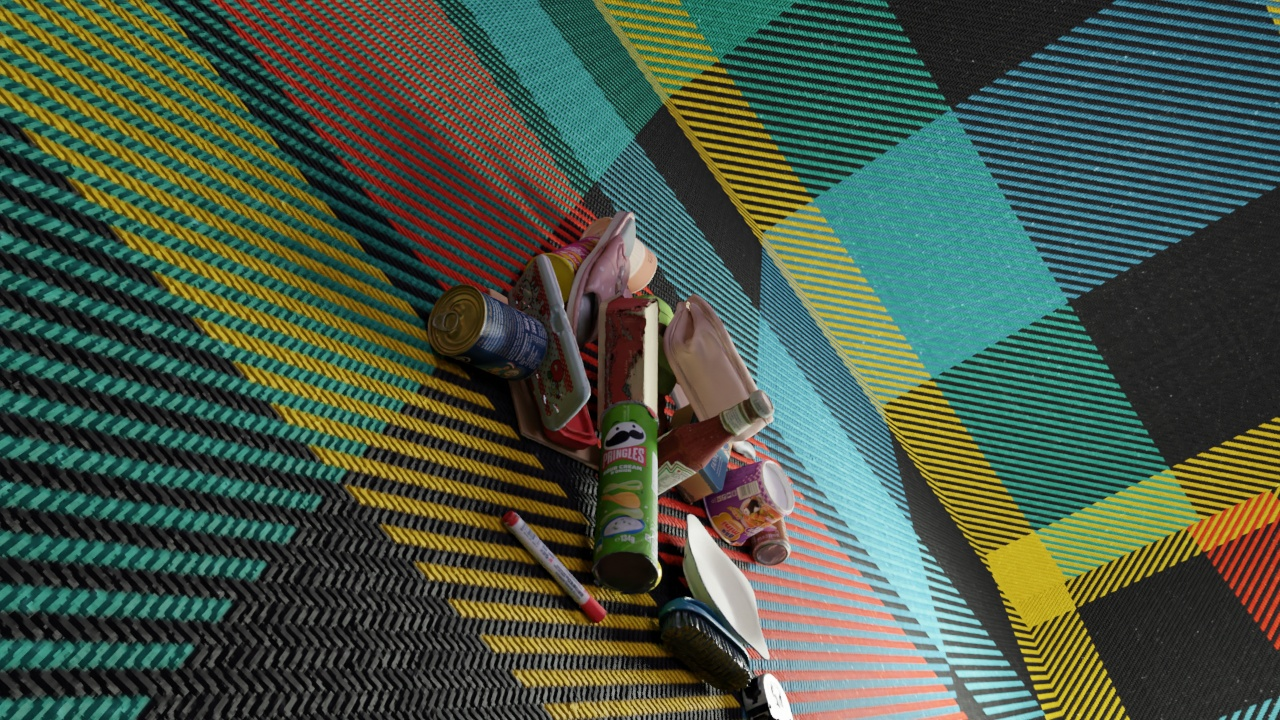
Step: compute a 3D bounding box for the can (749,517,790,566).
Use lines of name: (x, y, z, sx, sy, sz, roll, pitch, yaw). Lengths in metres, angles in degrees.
can: (0.192, 0.246, 1.417, 0.058, 0.058, 0.147, 47, 22, -28)

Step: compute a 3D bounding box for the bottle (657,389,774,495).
bottle: (0.069, 0.100, 1.116, 0.060, 0.206, 0.059, 47, 22, -25)

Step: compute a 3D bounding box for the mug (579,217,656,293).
mug: (-0.045, -0.174, 1.475, 0.106, 0.081, 0.114, 37, 1, -42)

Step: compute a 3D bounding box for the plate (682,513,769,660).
plate: (0.097, 0.286, 1.139, 0.163, 0.034, 0.164, 52, 12, -22)

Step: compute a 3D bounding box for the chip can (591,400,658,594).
chip can: (-0.014, 0.147, 1.026, 0.072, 0.072, 0.235, 46, 26, -30)

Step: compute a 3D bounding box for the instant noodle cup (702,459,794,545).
instant noodle cup: (0.160, 0.199, 1.325, 0.111, 0.099, 0.111, 39, 35, -35)

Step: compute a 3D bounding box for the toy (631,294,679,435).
toy: (0.010, -0.017, 1.334, 0.227, 0.090, 0.246, 51, 23, -27)

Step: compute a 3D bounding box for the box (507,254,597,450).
box: (-0.089, -0.010, 1.041, 0.118, 0.098, 0.201, 25, 37, -51)

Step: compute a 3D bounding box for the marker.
marker: (-0.082, 0.200, 0.885, 0.145, 0.017, 0.017, 51, 20, -17)

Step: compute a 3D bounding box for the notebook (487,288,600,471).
notebook: (-0.113, 0.021, 1.094, 0.149, 0.012, 0.211, 32, 31, -49)

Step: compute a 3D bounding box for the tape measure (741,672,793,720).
tape measure: (0.151, 0.411, 1.101, 0.065, 0.034, 0.066, 40, 26, -44)

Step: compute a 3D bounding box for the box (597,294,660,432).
box: (-0.007, 0.007, 1.154, 0.091, 0.076, 0.168, -42, 134, -71)

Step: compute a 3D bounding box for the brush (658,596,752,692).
brush: (0.072, 0.310, 1.028, 0.144, 0.055, 0.073, 46, 23, -29)

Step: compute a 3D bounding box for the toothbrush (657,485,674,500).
toothbrush: (0.016, 0.181, 1.156, 0.018, 0.016, 0.180, 64, 20, 0)

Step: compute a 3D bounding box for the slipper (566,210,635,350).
slipper: (-0.041, -0.110, 1.229, 0.273, 0.054, 0.114, -67, 165, -49)

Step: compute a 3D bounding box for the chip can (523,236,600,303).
chip can: (-0.095, -0.127, 1.277, 0.071, 0.071, 0.210, 56, 19, -5)

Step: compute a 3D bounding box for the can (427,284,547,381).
can: (-0.157, -0.027, 0.963, 0.111, 0.075, 0.075, 27, 35, -56)

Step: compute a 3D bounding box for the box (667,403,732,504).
box: (0.080, 0.129, 1.312, 0.090, 0.061, 0.183, 52, 22, -16)

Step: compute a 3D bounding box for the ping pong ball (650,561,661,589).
ping pong ball: (0.003, 0.232, 1.004, 0.040, 0.040, 0.040, 48, 22, -26)

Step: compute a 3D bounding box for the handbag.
handbag: (0.101, -0.007, 1.336, 0.193, 0.093, 0.233, 60, 9, -27)

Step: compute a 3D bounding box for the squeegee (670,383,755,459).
squeegee: (0.146, 0.135, 1.509, 0.249, 0.040, 0.247, 25, 37, -58)
